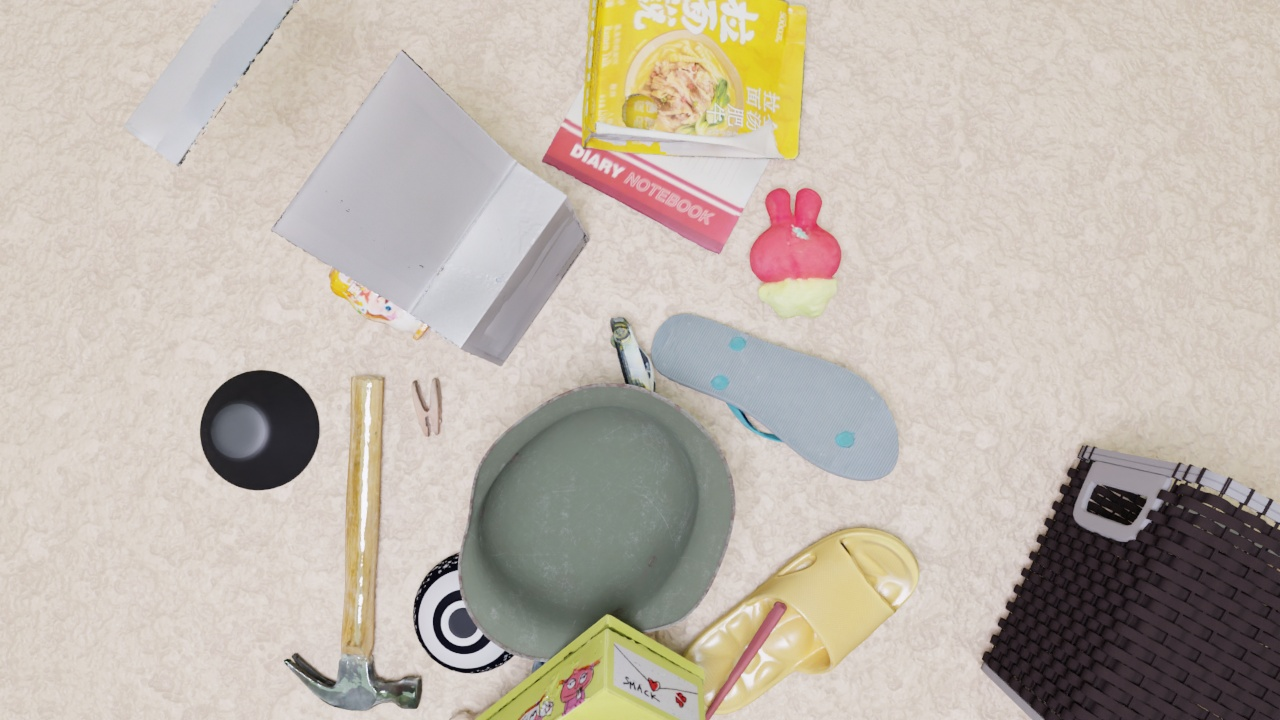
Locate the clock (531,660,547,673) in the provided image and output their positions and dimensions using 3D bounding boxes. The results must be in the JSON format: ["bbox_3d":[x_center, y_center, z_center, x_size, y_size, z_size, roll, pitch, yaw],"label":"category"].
[{"bbox_3d":[-0.056,0.294,0.901,0.083,0.057,0.117,34,88,3],"label":"clock"}]

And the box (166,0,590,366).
[{"bbox_3d":[-0.162,-0.114,0.758,0.108,0.418,0.166,33,87,20],"label":"box"}]

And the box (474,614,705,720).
[{"bbox_3d":[-0.057,0.335,0.824,0.124,0.079,0.222,33,120,-21],"label":"box"}]

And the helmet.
[{"bbox_3d":[-0.051,0.145,0.859,0.227,0.154,0.268,38,89,-7],"label":"helmet"}]

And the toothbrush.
[{"bbox_3d":[0.083,0.303,0.873,0.016,0.016,0.190,34,106,14],"label":"toothbrush"}]

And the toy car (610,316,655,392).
[{"bbox_3d":[-0.005,0.005,0.921,0.033,0.048,0.105,-17,87,-5],"label":"toy car"}]

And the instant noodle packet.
[{"bbox_3d":[0.056,-0.289,0.915,0.221,0.084,0.163,3,87,-6],"label":"instant noodle packet"}]

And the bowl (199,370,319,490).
[{"bbox_3d":[-0.392,0.070,0.920,0.124,0.052,0.124,0,87,1],"label":"bowl"}]

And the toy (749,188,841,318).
[{"bbox_3d":[0.156,-0.108,0.926,0.092,0.045,0.135,-7,91,3],"label":"toy"}]

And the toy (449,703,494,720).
[{"bbox_3d":[-0.171,0.394,0.905,0.092,0.043,0.117,44,87,4],"label":"toy"}]

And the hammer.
[{"bbox_3d":[-0.283,0.181,0.925,0.132,0.033,0.330,1,86,2],"label":"hammer"}]

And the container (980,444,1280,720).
[{"bbox_3d":[0.484,0.248,0.807,0.245,0.247,0.243,29,91,2],"label":"container"}]

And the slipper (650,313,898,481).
[{"bbox_3d":[0.138,0.030,0.923,0.269,0.055,0.098,29,85,13],"label":"slipper"}]

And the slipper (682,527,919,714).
[{"bbox_3d":[0.153,0.255,0.891,0.263,0.078,0.099,-35,87,1],"label":"slipper"}]

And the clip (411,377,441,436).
[{"bbox_3d":[-0.208,0.046,0.935,0.045,0.025,0.061,-14,94,1],"label":"clip"}]

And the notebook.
[{"bbox_3d":[0.025,-0.223,0.950,0.209,0.012,0.153,28,86,1],"label":"notebook"}]

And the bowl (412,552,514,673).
[{"bbox_3d":[-0.167,0.250,0.900,0.120,0.066,0.120,0,87,1],"label":"bowl"}]

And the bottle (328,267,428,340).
[{"bbox_3d":[-0.256,-0.067,0.922,0.109,0.063,0.063,39,88,-12],"label":"bottle"}]
